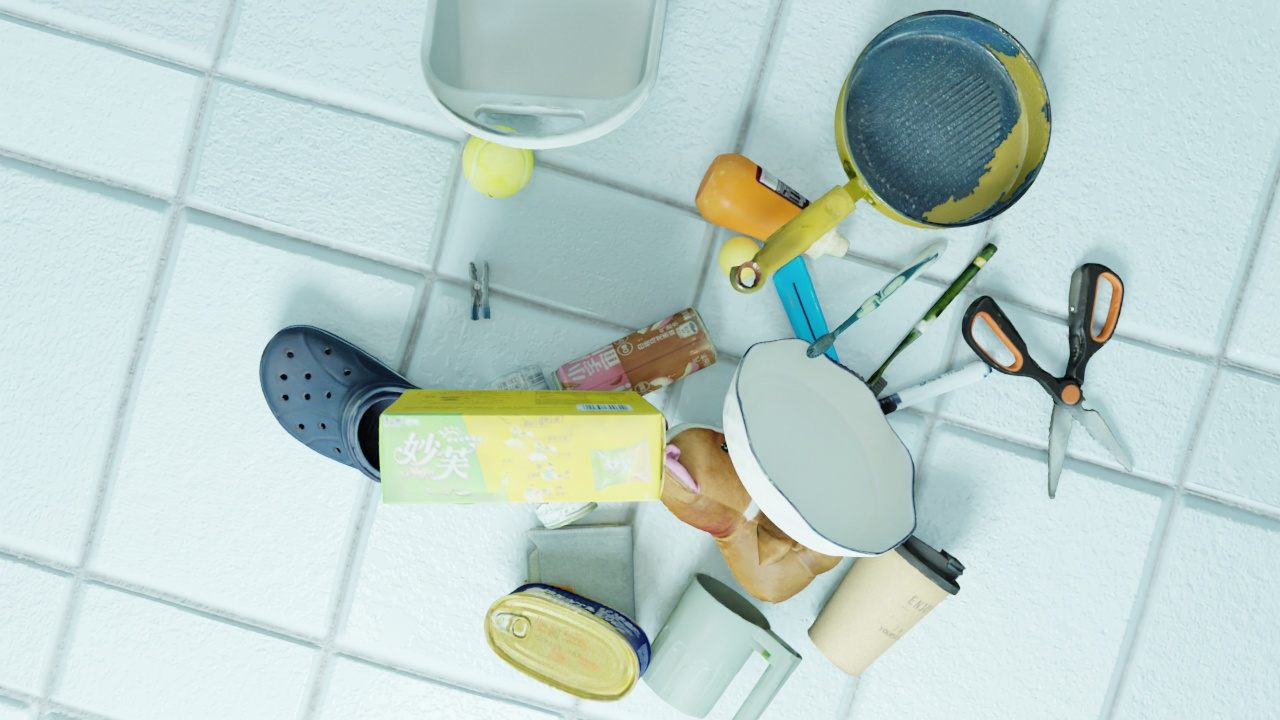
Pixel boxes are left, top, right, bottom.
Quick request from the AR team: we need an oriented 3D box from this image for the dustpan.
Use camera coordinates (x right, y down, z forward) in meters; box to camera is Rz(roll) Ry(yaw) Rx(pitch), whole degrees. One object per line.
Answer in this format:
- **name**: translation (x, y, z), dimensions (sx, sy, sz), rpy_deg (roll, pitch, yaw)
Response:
- **dustpan**: translation (-0.083, -0.303, 0.803), dimensions (0.222, 0.142, 0.258), rpy_deg (4, 93, 0)

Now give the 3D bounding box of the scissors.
- **scissors**: translation (0.393, 0.011, 0.865), dimensions (0.232, 0.022, 0.221), rpy_deg (27, 88, -8)

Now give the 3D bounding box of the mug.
- **mug**: translation (0.070, 0.271, 0.832), dimensions (0.124, 0.083, 0.103), rpy_deg (36, 94, 36)

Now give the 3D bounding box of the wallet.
- **wallet**: translation (-0.058, 0.221, 0.866), dimensions (0.106, 0.037, 0.129), rpy_deg (-2, 91, -1)

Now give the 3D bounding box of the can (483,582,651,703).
- **can**: translation (-0.064, 0.249, 0.820), dimensions (0.148, 0.049, 0.074), rpy_deg (17, 97, 15)

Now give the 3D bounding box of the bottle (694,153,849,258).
- **bottle**: translation (0.126, -0.135, 0.848), dimensions (0.149, 0.067, 0.067), rpy_deg (25, 91, -8)

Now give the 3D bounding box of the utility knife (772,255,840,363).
- **utility knife**: translation (0.178, 0.010, 0.871), dimensions (0.034, 0.018, 0.223), rpy_deg (-22, 93, 2)

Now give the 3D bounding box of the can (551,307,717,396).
- **can**: translation (-0.005, 0.005, 0.850), dimensions (0.147, 0.058, 0.058), rpy_deg (-25, 91, 0)

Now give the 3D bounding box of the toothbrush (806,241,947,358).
- **toothbrush**: translation (0.220, -0.059, 0.839), dimensions (0.191, 0.018, 0.016), rpy_deg (-37, 85, -20)

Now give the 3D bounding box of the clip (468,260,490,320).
- **clip**: translation (-0.151, -0.066, 0.866), dimensions (0.036, 0.025, 0.058), rpy_deg (-4, 88, 7)

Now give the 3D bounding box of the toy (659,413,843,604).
- **toy**: translation (0.087, 0.120, 0.810), dimensions (0.199, 0.140, 0.130), rpy_deg (37, 89, -7)

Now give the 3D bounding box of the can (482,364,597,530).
- **can**: translation (-0.093, 0.079, 0.851), dimensions (0.058, 0.058, 0.146), rpy_deg (-23, 91, 0)

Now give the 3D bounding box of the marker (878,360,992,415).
- **marker**: translation (0.270, 0.030, 0.869), dimensions (0.131, 0.022, 0.018), rpy_deg (-21, 117, 2)

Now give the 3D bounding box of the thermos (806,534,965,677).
- **thermos**: translation (0.222, 0.217, 0.843), dimensions (0.093, 0.093, 0.143), rpy_deg (38, 98, -1)

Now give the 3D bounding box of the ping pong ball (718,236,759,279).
- **ping pong ball**: translation (0.093, -0.095, 0.856), dimensions (0.040, 0.040, 0.040), rpy_deg (0, 91, 0)

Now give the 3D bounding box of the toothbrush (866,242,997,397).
- **toothbrush**: translation (0.277, -0.038, 0.872), dimensions (0.017, 0.012, 0.186), rpy_deg (41, 91, -7)

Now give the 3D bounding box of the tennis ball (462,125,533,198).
- **tennis ball**: translation (-0.130, -0.182, 0.841), dimensions (0.065, 0.065, 0.065), rpy_deg (0, 91, 0)

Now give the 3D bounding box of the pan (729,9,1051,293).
- **pan**: translation (0.215, -0.169, 0.818), dimensions (0.357, 0.078, 0.197), rpy_deg (-38, 93, -5)

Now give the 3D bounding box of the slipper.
- **slipper**: translation (-0.240, 0.060, 0.836), dimensions (0.253, 0.095, 0.105), rpy_deg (29, 88, -4)

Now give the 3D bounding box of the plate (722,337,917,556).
- **plate**: translation (0.151, 0.076, 0.786), dimensions (0.205, 0.204, 0.046), rpy_deg (46, 128, -1)

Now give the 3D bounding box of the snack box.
- **snack box**: translation (-0.094, 0.065, 0.740), dimensions (0.210, 0.158, 0.070), rpy_deg (0, 94, -8)
